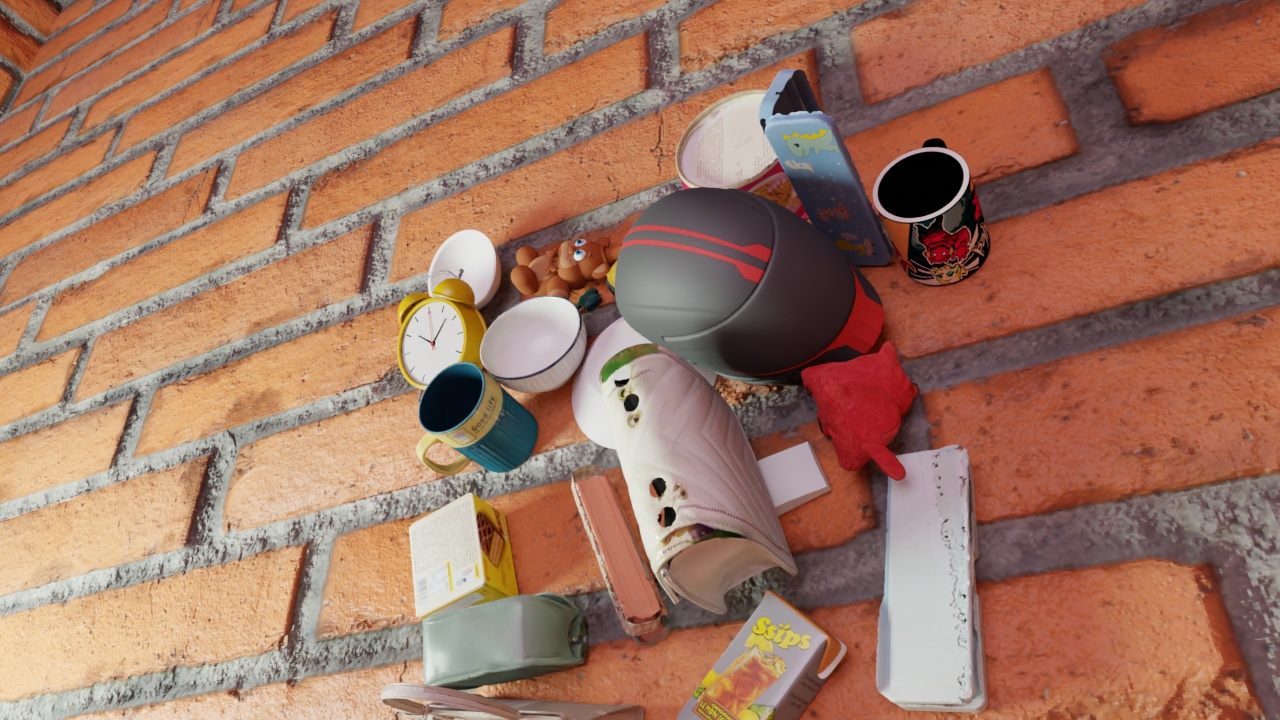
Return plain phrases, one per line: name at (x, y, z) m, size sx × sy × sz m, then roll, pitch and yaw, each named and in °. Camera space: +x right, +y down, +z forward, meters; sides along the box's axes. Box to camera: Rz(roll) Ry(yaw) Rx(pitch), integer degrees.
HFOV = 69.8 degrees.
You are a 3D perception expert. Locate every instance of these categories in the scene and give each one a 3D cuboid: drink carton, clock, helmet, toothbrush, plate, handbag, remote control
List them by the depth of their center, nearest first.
drink carton at (0.095, 0.251, 0.715) m, size 0.076 × 0.048 × 0.124 m, roll 32°, pitch 80°, yaw 41°
handbag at (-0.122, 0.283, 0.730) m, size 0.176 × 0.198 × 0.062 m, roll -8°, pitch 57°, yaw 28°
handbag at (0.037, 0.097, 0.759) m, size 0.096 × 0.142 × 0.198 m, roll -32°, pitch 48°, yaw 17°
handbag at (-0.124, 0.251, 0.816) m, size 0.122 × 0.106 × 0.067 m, roll -19°, pitch 63°, yaw 20°
remote control at (0.093, 0.122, 0.817) m, size 0.143 × 0.024 × 0.049 m, roll -29°, pitch 49°, yaw 14°
helmet at (0.076, -0.076, 0.848) m, size 0.265 × 0.169 × 0.164 m, roll 16°, pitch 80°, yaw 43°
plate at (-0.005, 0.006, 0.948) m, size 0.174 × 0.036 × 0.173 m, roll -16°, pitch 53°, yaw 23°
toothbrush at (-0.119, -0.017, 1.049) m, size 0.190 × 0.016 × 0.017 m, roll -40°, pitch 52°, yaw 4°
clock at (-0.237, -0.031, 1.084) m, size 0.114 × 0.052 × 0.151 m, roll -18°, pitch 73°, yaw 28°

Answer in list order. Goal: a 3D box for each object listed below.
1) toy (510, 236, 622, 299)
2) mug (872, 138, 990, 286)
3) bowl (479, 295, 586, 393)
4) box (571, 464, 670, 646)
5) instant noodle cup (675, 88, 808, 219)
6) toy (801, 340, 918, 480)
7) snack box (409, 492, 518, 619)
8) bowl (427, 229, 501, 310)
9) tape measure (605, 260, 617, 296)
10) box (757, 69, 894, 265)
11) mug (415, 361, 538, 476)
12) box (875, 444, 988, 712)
toy at (-0.081, -0.111, 1.056) m, size 0.128 × 0.065 × 0.094 m, roll -17°, pitch 45°, yaw 16°
mug at (0.267, -0.143, 0.832) m, size 0.082 × 0.098 × 0.117 m, roll -1°, pitch 60°, yaw 31°
bowl at (-0.108, -0.008, 0.998) m, size 0.118 × 0.062 × 0.117 m, roll -13°, pitch 47°, yaw 14°
box at (-0.018, 0.177, 0.853) m, size 0.058 × 0.062 × 0.188 m, roll -15°, pitch 46°, yaw -9°
instant noodle cup at (0.115, -0.217, 0.991) m, size 0.179 × 0.077 × 0.178 m, roll -16°, pitch 54°, yaw 23°
toy at (0.196, 0.040, 0.756) m, size 0.094 × 0.088 × 0.132 m, roll -21°, pitch 31°, yaw 3°
snack box at (-0.176, 0.201, 0.911) m, size 0.084 × 0.061 × 0.105 m, roll -29°, pitch 49°, yaw 14°
bowl at (-0.209, -0.103, 1.138) m, size 0.110 × 0.040 × 0.109 m, roll -8°, pitch 75°, yaw 31°
tape measure at (-0.005, -0.092, 1.011) m, size 0.064 × 0.037 × 0.065 m, roll -44°, pitch 47°, yaw -2°
box at (0.178, -0.173, 0.833) m, size 0.078 × 0.209 × 0.074 m, roll 10°, pitch 66°, yaw 36°
mug at (-0.179, 0.073, 0.967) m, size 0.113 × 0.107 × 0.083 m, roll -46°, pitch 50°, yaw -2°
box at (0.221, 0.164, 0.702) m, size 0.083 × 0.066 × 0.198 m, roll -27°, pitch 45°, yaw 48°
